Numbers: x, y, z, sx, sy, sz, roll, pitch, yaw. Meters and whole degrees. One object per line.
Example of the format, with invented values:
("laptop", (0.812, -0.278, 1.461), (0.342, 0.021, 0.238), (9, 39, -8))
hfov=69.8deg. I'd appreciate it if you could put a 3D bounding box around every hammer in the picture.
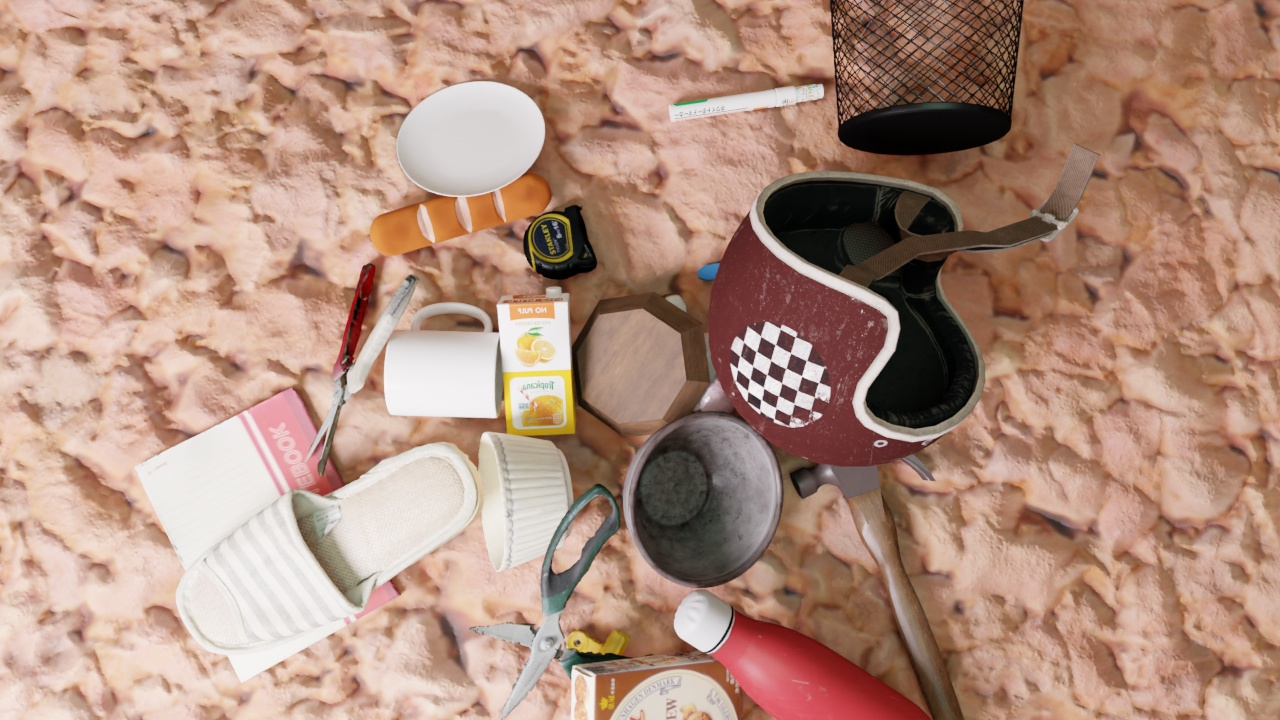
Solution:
("hammer", (0.237, 0.220, 0.808), (0.115, 0.033, 0.323), (-19, 85, -3))

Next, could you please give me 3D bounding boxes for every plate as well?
("plate", (-0.004, 0.005, 0.797), (0.131, 0.025, 0.131), (1, 93, 18))
("plate", (-0.153, -0.199, 0.830), (0.134, 0.011, 0.134), (-2, 62, 3))

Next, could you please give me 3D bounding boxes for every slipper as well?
("slipper", (-0.257, 0.156, 0.759), (0.272, 0.054, 0.114), (-27, 90, 0))

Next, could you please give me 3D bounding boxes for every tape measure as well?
("tape measure", (-0.075, -0.104, 0.828), (0.061, 0.034, 0.061), (-13, 76, -8))

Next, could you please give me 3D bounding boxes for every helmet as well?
("helmet", (0.177, -0.043, 0.728), (0.234, 0.254, 0.232), (23, 41, 19))

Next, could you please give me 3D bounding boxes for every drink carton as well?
("drink carton", (-0.088, 0.000, 0.790), (0.058, 0.040, 0.122), (-3, 105, -2))

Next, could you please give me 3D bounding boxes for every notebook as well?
("notebook", (-0.323, 0.148, 0.797), (0.153, 0.012, 0.208), (-28, 86, -6))

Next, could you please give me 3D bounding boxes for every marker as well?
("marker", (0.100, -0.243, 0.862), (0.145, 0.017, 0.017), (-9, 84, -4))

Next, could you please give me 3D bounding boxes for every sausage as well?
("sausage", (-0.160, -0.132, 0.822), (0.164, 0.044, 0.039), (-17, 110, -5))

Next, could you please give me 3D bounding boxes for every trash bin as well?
("trash bin", (0.249, -0.301, 0.802), (0.184, 0.184, 0.210), (2, 89, -3))

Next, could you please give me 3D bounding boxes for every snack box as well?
("snack box", (0.015, 0.318, 0.750), (0.146, 0.041, 0.143), (4, 83, -29))

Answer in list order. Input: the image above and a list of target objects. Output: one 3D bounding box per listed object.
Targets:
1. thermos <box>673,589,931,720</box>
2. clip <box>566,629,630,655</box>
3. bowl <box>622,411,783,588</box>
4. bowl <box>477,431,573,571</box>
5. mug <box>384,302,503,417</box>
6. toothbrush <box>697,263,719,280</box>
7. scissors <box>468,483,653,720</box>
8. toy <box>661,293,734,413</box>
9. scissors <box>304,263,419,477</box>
("thermos", (0.130, 0.264, 0.754), (0.240, 0.073, 0.073), (35, 82, -11))
("clip", (-0.039, 0.253, 0.792), (0.048, 0.046, 0.054), (32, 83, -24))
("bowl", (0.042, 0.113, 0.779), (0.144, 0.067, 0.145), (-1, 92, -25))
("bowl", (-0.095, 0.115, 0.768), (0.062, 0.115, 0.115), (-4, 83, -19))
("mug", (-0.167, -0.004, 0.799), (0.090, 0.074, 0.110), (2, 57, -3))
("toothbrush", (0.135, -0.093, 0.847), (0.166, 0.014, 0.016), (-9, 84, -3))
("scissors", (-0.036, 0.216, 0.755), (0.204, 0.015, 0.201), (33, 84, -29))
("toy", (0.040, 0.002, 0.818), (0.079, 0.038, 0.122), (-40, 75, 1))
("scissors", (-0.238, -0.007, 0.777), (0.015, 0.180, 0.198), (23, 48, -36))
